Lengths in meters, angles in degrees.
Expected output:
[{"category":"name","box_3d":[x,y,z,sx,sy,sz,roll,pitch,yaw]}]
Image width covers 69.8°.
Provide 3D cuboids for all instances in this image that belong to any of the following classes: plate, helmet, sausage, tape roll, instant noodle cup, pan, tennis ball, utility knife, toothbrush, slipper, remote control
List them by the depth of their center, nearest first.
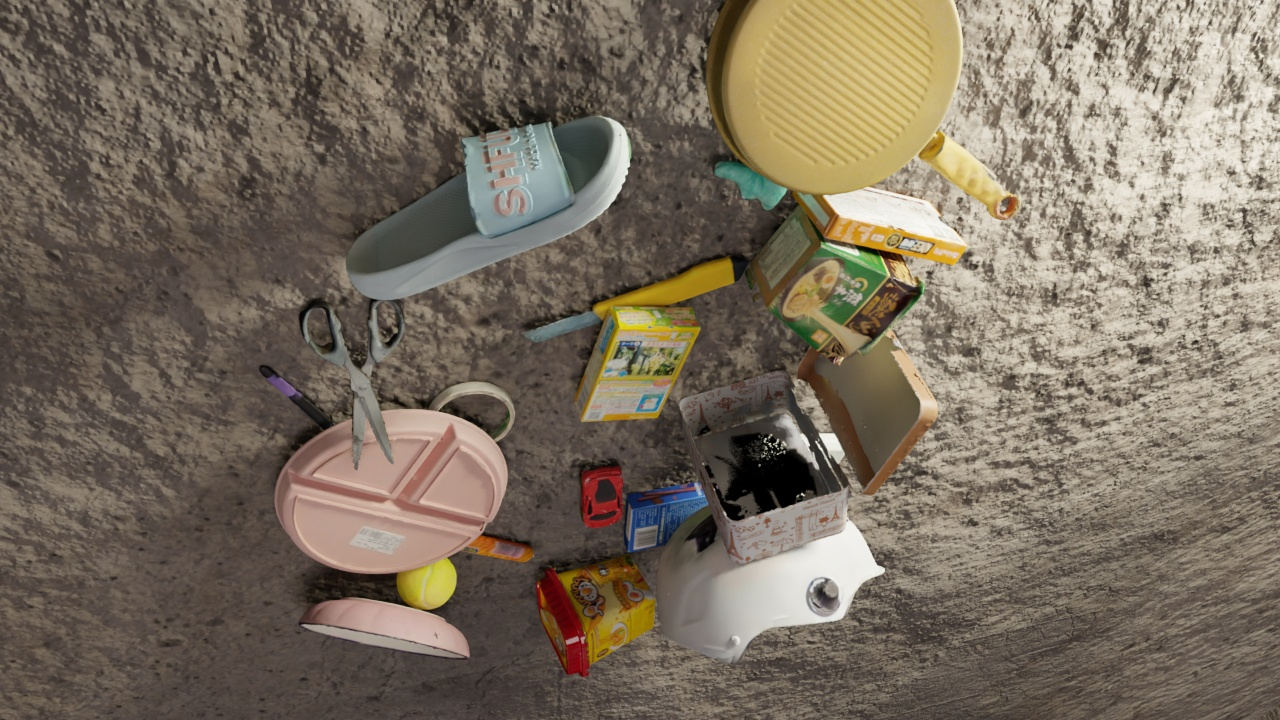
[{"category":"slipper","box_3d":[-0.123,-0.126,0.693,0.246,0.104,0.074,-23,134,11]},{"category":"pan","box_3d":[0.211,-0.198,0.755,0.357,0.078,0.198,28,111,-24]},{"category":"utility knife","box_3d":[-0.004,-0.057,0.860,0.223,0.015,0.033,-18,137,-4]},{"category":"toothbrush","box_3d":[-0.294,0.064,0.869,0.014,0.016,0.189,-35,134,-1]},{"category":"tape roll","box_3d":[-0.168,0.056,0.910,0.085,0.014,0.086,-11,135,-11]},{"category":"plate","box_3d":[-0.246,0.141,0.925,0.229,0.028,0.230,-11,134,-12]},{"category":"helmet","box_3d":[0.130,0.220,1.029,0.258,0.146,0.229,-21,177,-11]},{"category":"tennis ball","box_3d":[-0.240,0.246,1.029,0.065,0.065,0.066,-11,135,-11]},{"category":"plate","box_3d":[-0.285,0.301,1.039,0.192,0.039,0.193,9,157,4]},{"category":"sausage","box_3d":[-0.189,0.209,1.044,0.165,0.021,0.021,20,122,-34]},{"category":"remote control","box_3d":[0.189,0.110,1.091,0.124,0.024,0.049,1,131,-21]},{"category":"instant noodle cup","box_3d":[-0.053,0.309,1.137,0.123,0.116,0.116,-18,137,-20]}]

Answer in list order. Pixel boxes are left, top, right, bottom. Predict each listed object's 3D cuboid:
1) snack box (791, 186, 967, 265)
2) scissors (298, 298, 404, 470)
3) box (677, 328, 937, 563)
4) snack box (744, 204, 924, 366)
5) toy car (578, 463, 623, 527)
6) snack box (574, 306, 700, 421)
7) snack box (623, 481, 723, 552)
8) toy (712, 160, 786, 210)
[{"category":"snack box","box_3d":[0.218,-0.129,0.833,0.153,0.075,0.026,7,128,-26]},{"category":"scissors","box_3d":[-0.251,0.017,0.813,0.164,0.014,0.164,35,102,-31]},{"category":"box","box_3d":[0.168,0.073,0.936,0.270,0.179,0.136,-38,134,18]},{"category":"snack box","box_3d":[0.172,-0.078,0.848,0.105,0.118,0.118,25,121,-25]},{"category":"toy car","box_3d":[-0.043,0.159,1.046,0.049,0.031,0.106,-9,137,-12]},{"category":"snack box","box_3d":[-0.005,0.005,0.897,0.086,0.033,0.141,-1,141,-23]},{"category":"snack box","box_3d":[0.059,0.184,1.110,0.157,0.026,0.085,-8,135,-13]},{"category":"toy","box_3d":[0.112,-0.171,0.785,0.096,0.030,0.092,8,125,-24]}]
